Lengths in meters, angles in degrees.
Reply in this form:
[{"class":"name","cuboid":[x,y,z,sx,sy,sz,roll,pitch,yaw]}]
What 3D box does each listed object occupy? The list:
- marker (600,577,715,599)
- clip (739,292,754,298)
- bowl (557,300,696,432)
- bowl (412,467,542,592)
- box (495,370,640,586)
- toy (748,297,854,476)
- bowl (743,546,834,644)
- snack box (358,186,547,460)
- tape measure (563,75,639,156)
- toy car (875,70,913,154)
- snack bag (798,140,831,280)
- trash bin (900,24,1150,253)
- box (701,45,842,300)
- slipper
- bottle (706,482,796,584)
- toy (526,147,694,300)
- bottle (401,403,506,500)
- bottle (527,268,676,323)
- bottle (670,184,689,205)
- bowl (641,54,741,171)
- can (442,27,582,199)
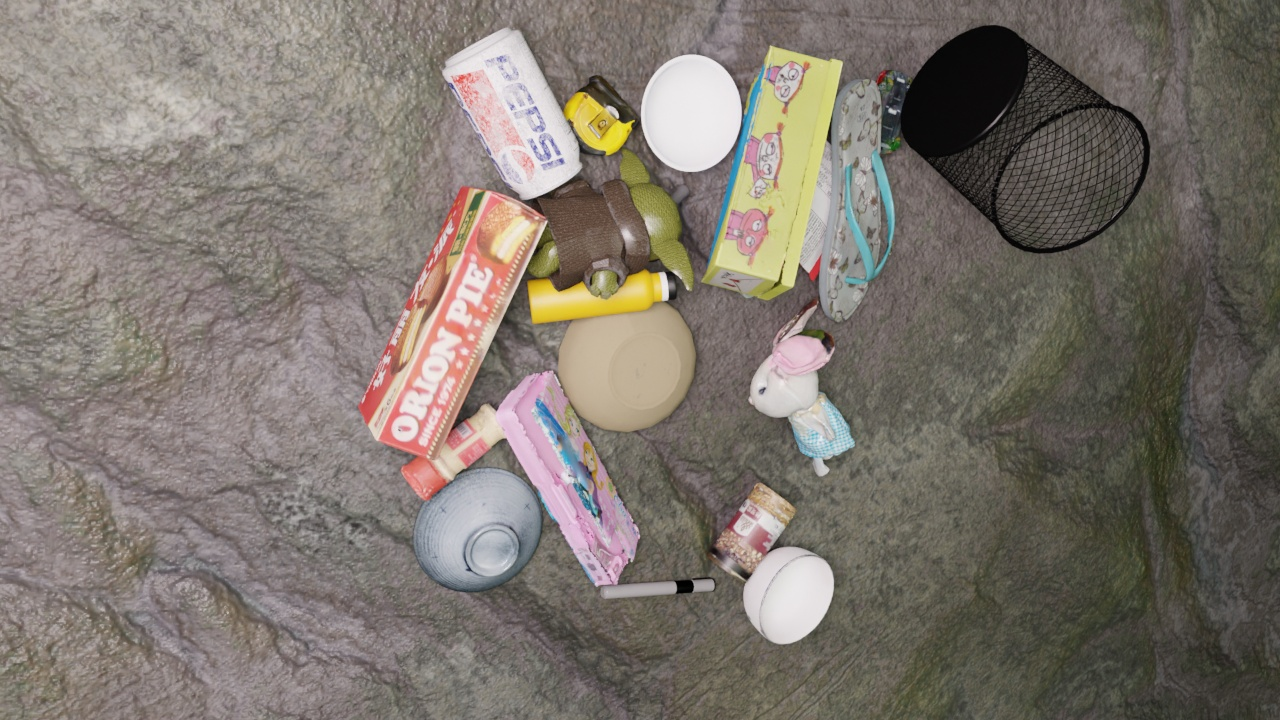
[{"class":"marker","cuboid":[0.021,0.260,1.048,0.140,0.016,0.016,3,102,-25]},{"class":"clip","cuboid":[0.118,-0.102,0.993,0.023,0.059,0.076,-15,123,-19]},{"class":"bowl","cuboid":[-0.006,0.006,0.950,0.152,0.050,0.152,-6,106,-23]},{"class":"bowl","cuboid":[-0.155,0.181,0.923,0.137,0.057,0.137,-6,105,-23]},{"class":"box","cuboid":[-0.062,0.120,0.936,0.230,0.053,0.084,64,34,-23]},{"class":"toy","cuboid":[0.177,0.044,1.037,0.106,0.130,0.205,-12,120,10]},{"class":"bowl","cuboid":[0.167,0.271,1.087,0.113,0.063,0.113,-10,109,-30]},{"class":"snack box","cuboid":[-0.172,-0.039,0.828,0.060,0.113,0.236,25,92,-27]},{"class":"tape measure","cuboid":[-0.041,-0.229,0.881,0.064,0.037,0.065,-48,117,-7]},{"class":"toy car","cuboid":[0.270,-0.273,1.014,0.042,0.036,0.091,9,95,-28]},{"class":"snack bag","cuboid":[0.178,-0.180,0.994,0.144,0.039,0.130,35,85,-29]},{"class":"trash bin","cuboid":[0.404,-0.242,0.990,0.210,0.184,0.184,23,93,-33]},{"class":"box","cuboid":[0.128,-0.179,0.899,0.081,0.124,0.221,16,85,-2]},{"class":"slipper","cuboid":[0.246,-0.166,0.993,0.098,0.055,0.269,-26,125,-38]},{"class":"bottle","cuboid":[0.128,0.199,1.058,0.056,0.056,0.105,39,85,-27]},{"class":"toy","cuboid":[-0.036,-0.120,0.867,0.152,0.179,0.078,-14,150,-15]},{"class":"bottle","cuboid":[-0.179,0.089,0.897,0.109,0.044,0.044,-39,116,-12]},{"class":"bottle","cuboid":[-0.037,-0.066,0.901,0.143,0.043,0.043,-7,107,-6]},{"class":"bottle","cuboid":[0.009,-0.136,0.932,0.113,0.030,0.030,-48,117,-7]},{"class":"bowl","cuboid":[0.042,-0.245,0.914,0.109,0.040,0.110,-6,105,-24]},{"class":"can","cuboid":[-0.113,-0.221,0.827,0.078,0.078,0.136,-35,115,-13]}]
